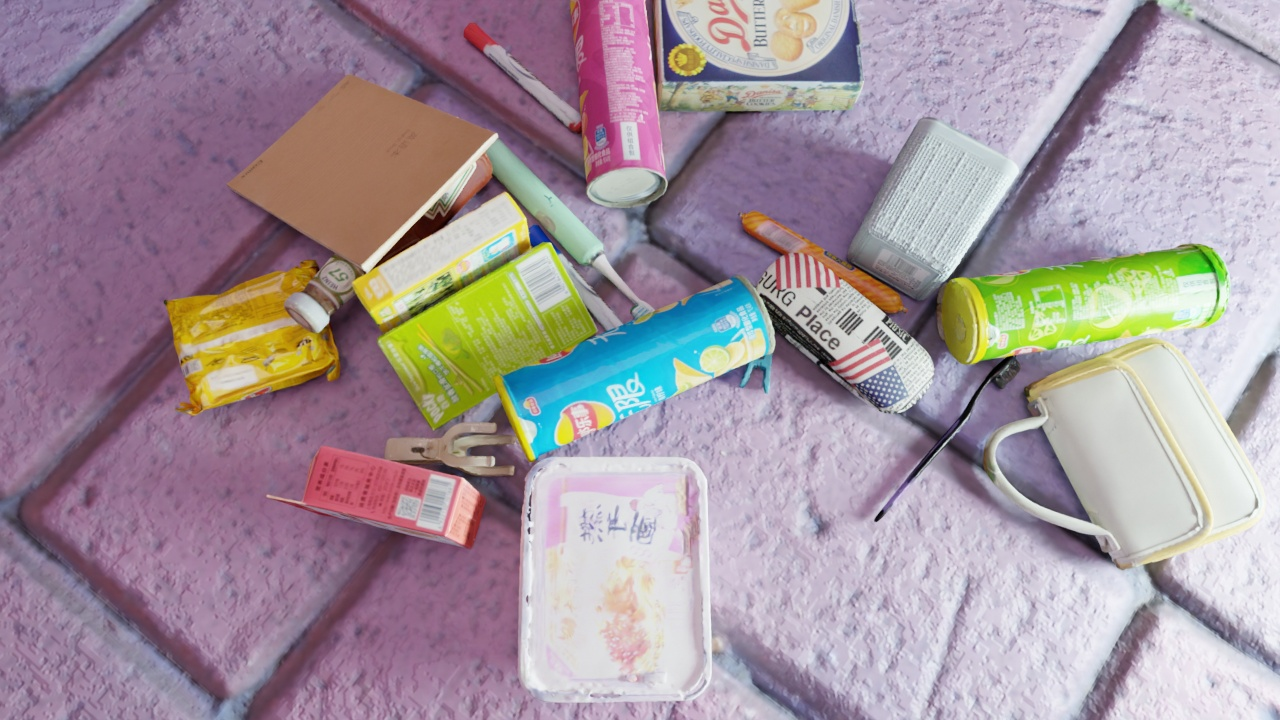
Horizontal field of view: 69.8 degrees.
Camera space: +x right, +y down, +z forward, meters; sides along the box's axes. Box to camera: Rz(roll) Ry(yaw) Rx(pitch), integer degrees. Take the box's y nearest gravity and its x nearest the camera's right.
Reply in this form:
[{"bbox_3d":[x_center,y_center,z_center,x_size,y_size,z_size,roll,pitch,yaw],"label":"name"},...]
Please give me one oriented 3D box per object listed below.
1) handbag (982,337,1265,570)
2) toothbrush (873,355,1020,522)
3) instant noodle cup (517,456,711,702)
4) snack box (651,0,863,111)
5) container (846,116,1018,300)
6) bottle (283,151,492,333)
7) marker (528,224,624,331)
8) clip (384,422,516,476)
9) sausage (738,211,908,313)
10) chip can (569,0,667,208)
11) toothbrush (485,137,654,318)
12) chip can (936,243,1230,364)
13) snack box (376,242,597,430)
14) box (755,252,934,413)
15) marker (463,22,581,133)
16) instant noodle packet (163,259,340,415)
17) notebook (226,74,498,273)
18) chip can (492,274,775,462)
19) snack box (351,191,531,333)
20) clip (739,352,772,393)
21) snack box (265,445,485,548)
[{"bbox_3d":[0.369,0.081,0.722,0.178,0.063,0.163,-20,74,-4],"label":"handbag"},{"bbox_3d":[0.251,0.063,0.745,0.017,0.014,0.188,44,77,-2],"label":"toothbrush"},{"bbox_3d":[-0.019,0.162,0.684,0.138,0.060,0.173,0,72,-1],"label":"instant noodle cup"},{"bbox_3d":[0.102,-0.316,0.836,0.182,0.046,0.177,-1,73,-3],"label":"snack box"},{"bbox_3d":[0.236,-0.120,0.761,0.090,0.090,0.111,31,79,7],"label":"container"},{"bbox_3d":[-0.203,-0.105,0.741,0.060,0.060,0.205,35,66,8],"label":"bottle"},{"bbox_3d":[-0.047,-0.057,0.769,0.017,0.017,0.146,-39,78,-12],"label":"marker"},{"bbox_3d":[-0.141,0.074,0.726,0.102,0.094,0.035,-12,71,35],"label":"clip"},{"bbox_3d":[0.154,-0.084,0.780,0.165,0.021,0.021,32,75,7],"label":"sausage"},{"bbox_3d":[-0.022,-0.242,0.797,0.071,0.071,0.210,-5,74,-3],"label":"chip can"},{"bbox_3d":[-0.062,-0.110,0.780,0.224,0.027,0.027,46,56,11],"label":"toothbrush"},{"bbox_3d":[0.362,-0.047,0.750,0.221,0.073,0.072,-8,74,-4],"label":"chip can"},{"bbox_3d":[-0.120,-0.021,0.733,0.156,0.026,0.086,-32,106,-11],"label":"snack box"},{"bbox_3d":[0.165,-0.022,0.757,0.164,0.059,0.072,44,96,11],"label":"box"},{"bbox_3d":[-0.104,-0.254,0.826,0.145,0.017,0.017,42,77,10],"label":"marker"},{"bbox_3d":[-0.312,-0.016,0.736,0.128,0.044,0.110,-17,68,-10],"label":"instant noodle packet"},{"bbox_3d":[-0.232,-0.162,0.751,0.211,0.012,0.149,29,71,35],"label":"notebook"},{"bbox_3d":[-0.004,0.004,0.711,0.210,0.071,0.071,-24,76,-10],"label":"chip can"},{"bbox_3d":[-0.154,-0.071,0.734,0.140,0.087,0.033,-35,78,-11],"label":"snack box"},{"bbox_3d":[0.099,-0.001,0.759,0.049,0.015,0.056,15,73,5],"label":"clip"},{"bbox_3d":[-0.186,0.099,0.669,0.127,0.113,0.044,13,75,2],"label":"snack box"}]
